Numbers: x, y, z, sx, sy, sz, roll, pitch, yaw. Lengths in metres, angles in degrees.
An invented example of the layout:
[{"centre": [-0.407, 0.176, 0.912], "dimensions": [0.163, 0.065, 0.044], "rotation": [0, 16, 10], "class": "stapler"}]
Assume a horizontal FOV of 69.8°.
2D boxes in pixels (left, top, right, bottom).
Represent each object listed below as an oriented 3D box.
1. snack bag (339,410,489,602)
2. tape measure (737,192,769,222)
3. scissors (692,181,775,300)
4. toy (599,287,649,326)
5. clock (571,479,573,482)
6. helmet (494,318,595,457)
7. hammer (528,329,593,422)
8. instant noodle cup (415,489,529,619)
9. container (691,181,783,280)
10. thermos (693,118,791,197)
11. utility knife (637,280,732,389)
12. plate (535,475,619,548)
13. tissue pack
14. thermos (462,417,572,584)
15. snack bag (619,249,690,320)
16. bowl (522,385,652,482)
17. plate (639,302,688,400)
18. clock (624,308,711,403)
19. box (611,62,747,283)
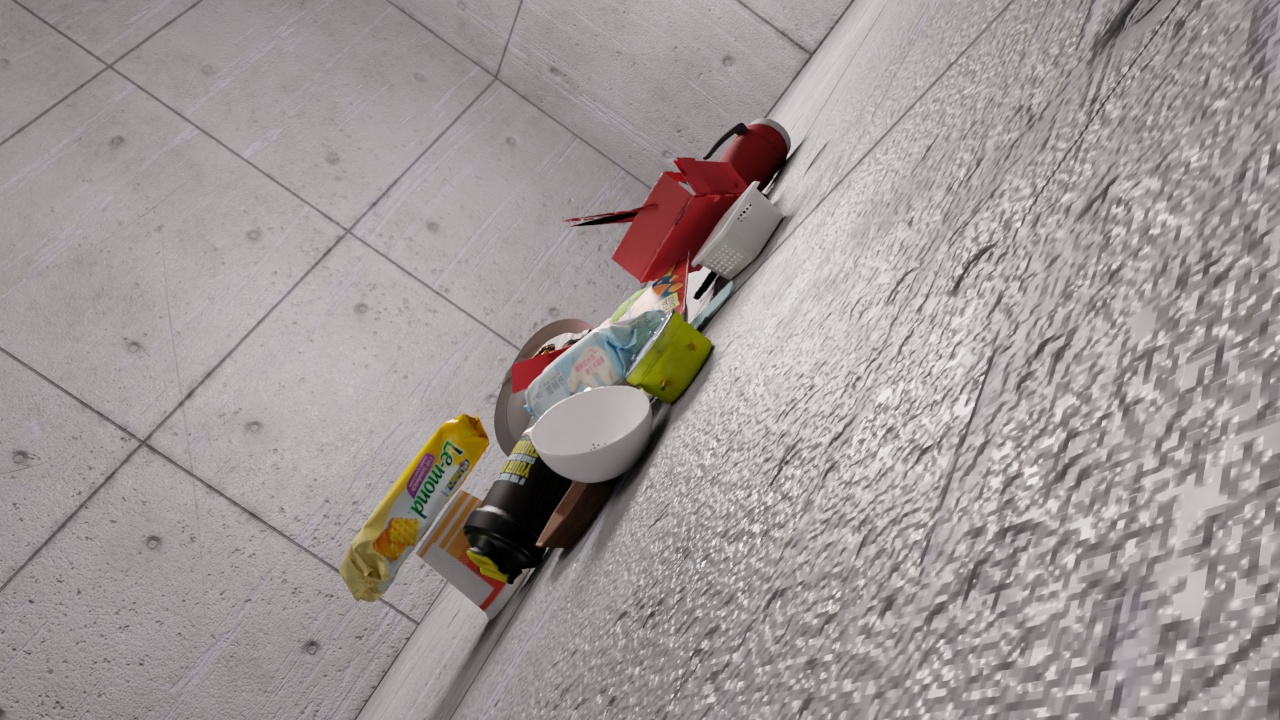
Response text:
[{"centre": [-0.281, 0.181, 1.138], "dimensions": [0.246, 0.068, 0.160], "rotation": [-58, 4, -33], "class": "snack bag"}, {"centre": [0.143, -0.190, 1.193], "dimensions": [0.062, 0.034, 0.061], "rotation": [-42, 13, 24], "class": "tape measure"}, {"centre": [0.124, -0.158, 1.298], "dimensions": [0.204, 0.015, 0.202], "rotation": [-56, 2, -22], "class": "scissors"}, {"centre": [-0.007, -0.051, 1.443], "dimensions": [0.190, 0.087, 0.238], "rotation": [-64, 13, -14], "class": "toy"}, {"centre": [-0.097, 0.131, 1.307], "dimensions": [0.160, 0.045, 0.122], "rotation": [-52, 4, 29], "class": "clock"}, {"centre": [-0.129, 0.073, 1.518], "dimensions": [0.118, 0.183, 0.271], "rotation": [39, 109, 56], "class": "helmet"}, {"centre": [-0.153, 0.086, 1.369], "dimensions": [0.123, 0.036, 0.319], "rotation": [-16, 44, 36], "class": "hammer"}, {"centre": [-0.199, 0.232, 1.132], "dimensions": [0.123, 0.121, 0.123], "rotation": [-55, 4, 6], "class": "instant noodle cup"}, {"centre": [0.112, -0.142, 1.048], "dimensions": [0.080, 0.049, 0.129], "rotation": [-56, 4, -16], "class": "container"}, {"centre": [0.146, -0.290, 1.387], "dimensions": [0.084, 0.108, 0.198], "rotation": [-15, 32, 51], "class": "thermos"}, {"centre": [0.031, -0.011, 1.053], "dimensions": [0.225, 0.019, 0.030], "rotation": [-43, 35, 24], "class": "utility knife"}, {"centre": [-0.057, 0.139, 0.913], "dimensions": [0.131, 0.025, 0.131], "rotation": [-55, 4, 6], "class": "plate"}, {"centre": [-0.038, 0.006, 1.007], "dimensions": [0.111, 0.070, 0.182], "rotation": [-20, -13, -47], "class": "tissue pack"}, {"centre": [-0.125, 0.146, 1.062], "dimensions": [0.220, 0.098, 0.098], "rotation": [-65, 8, -29], "class": "thermos"}, {"centre": [0.013, -0.052, 1.105], "dimensions": [0.144, 0.039, 0.130], "rotation": [-43, 24, 34], "class": "snack bag"}, {"centre": [-0.039, 0.075, 0.851], "dimensions": [0.115, 0.051, 0.114], "rotation": [-15, 26, 7], "class": "bowl"}, {"centre": [-0.007, 0.007, 1.143], "dimensions": [0.209, 0.015, 0.208], "rotation": [-43, 27, 28], "class": "plate"}, {"centre": [0.026, -0.004, 0.896], "dimensions": [0.083, 0.057, 0.119], "rotation": [-56, 5, 1], "class": "clock"}, {"centre": [0.068, -0.337, 1.146], "dimensions": [0.213, 0.171, 0.479], "rotation": [-24, -67, -63], "class": "box"}]
